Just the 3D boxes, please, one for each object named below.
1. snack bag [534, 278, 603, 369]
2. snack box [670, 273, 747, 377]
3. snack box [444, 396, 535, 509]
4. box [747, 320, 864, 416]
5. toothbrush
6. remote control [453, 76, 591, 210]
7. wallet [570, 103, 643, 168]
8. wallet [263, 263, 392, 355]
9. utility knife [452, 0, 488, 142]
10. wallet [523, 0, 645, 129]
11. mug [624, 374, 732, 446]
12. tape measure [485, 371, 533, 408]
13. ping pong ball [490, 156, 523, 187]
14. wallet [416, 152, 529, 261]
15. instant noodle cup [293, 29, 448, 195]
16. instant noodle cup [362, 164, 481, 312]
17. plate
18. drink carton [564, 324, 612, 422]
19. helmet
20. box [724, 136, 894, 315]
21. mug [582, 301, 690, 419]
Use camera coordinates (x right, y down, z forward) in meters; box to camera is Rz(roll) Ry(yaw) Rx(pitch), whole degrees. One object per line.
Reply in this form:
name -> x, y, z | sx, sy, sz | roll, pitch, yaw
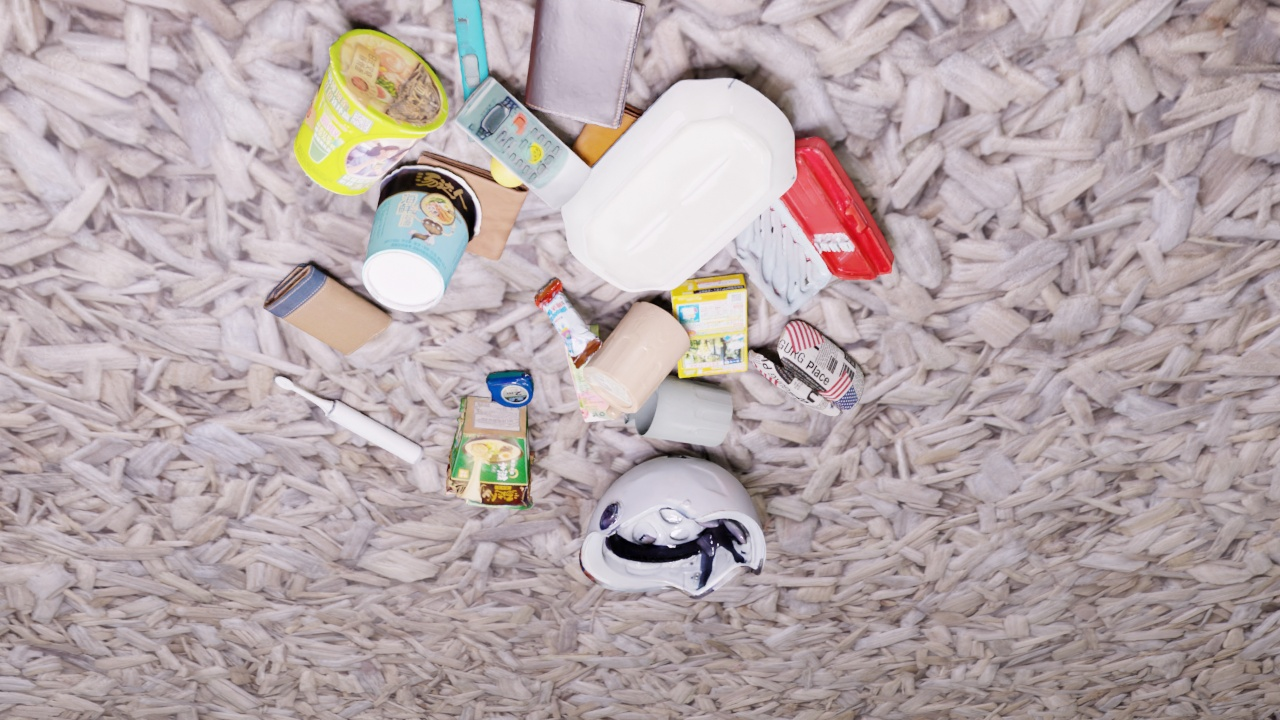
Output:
snack bag -> -0.083, -0.043, 1.045 | 0.045, 0.105, 0.026 | -40, 162, 17
snack box -> 0.083, -0.039, 1.100 | 0.087, 0.033, 0.141 | -7, 134, 1
snack box -> -0.188, 0.112, 1.183 | 0.117, 0.118, 0.106 | 6, 125, -11
box -> 0.215, 0.010, 1.160 | 0.162, 0.075, 0.086 | 36, 92, -31
toothbrush -> -0.373, 0.076, 1.180 | 0.026, 0.026, 0.221 | -1, 150, 49
remote control -> -0.111, -0.206, 0.880 | 0.135, 0.019, 0.056 | 40, 95, -27
wallet -> -0.017, -0.192, 0.936 | 0.119, 0.035, 0.131 | 23, 129, -18
wallet -> -0.355, -0.056, 1.044 | 0.090, 0.033, 0.115 | -31, 131, 28
utility knife -> -0.156, -0.280, 0.843 | 0.029, 0.013, 0.185 | -4, 136, -6
wallet -> -0.053, -0.276, 0.833 | 0.096, 0.020, 0.123 | 15, 132, 0
mug -> 0.047, 0.068, 1.185 | 0.103, 0.083, 0.124 | 11, 161, -17
tape measure -> -0.162, 0.035, 1.159 | 0.058, 0.025, 0.055 | -5, 138, 5
ping pong ball -> -0.130, -0.193, 0.915 | 0.040, 0.040, 0.040 | -3, 136, -3
wallet -> -0.187, -0.160, 0.961 | 0.115, 0.020, 0.101 | 17, 133, -18
instant noodle cup -> -0.256, -0.217, 0.840 | 0.111, 0.111, 0.124 | 28, 134, -30
instant noodle cup -> -0.221, -0.114, 0.910 | 0.111, 0.120, 0.111 | 2, 136, 2
plate -> 0.034, -0.159, 0.912 | 0.162, 0.034, 0.266 | 35, 125, -24
drink carton -> -0.062, 0.017, 1.129 | 0.045, 0.053, 0.123 | -8, 135, 4
helmet -> 0.041, 0.220, 1.283 | 0.259, 0.145, 0.229 | -27, 131, 32
box -> 0.171, -0.141, 0.985 | 0.158, 0.069, 0.201 | -23, 134, 25
mug -> -0.006, 0.006, 1.075 | 0.084, 0.103, 0.125 | 33, 156, 13
